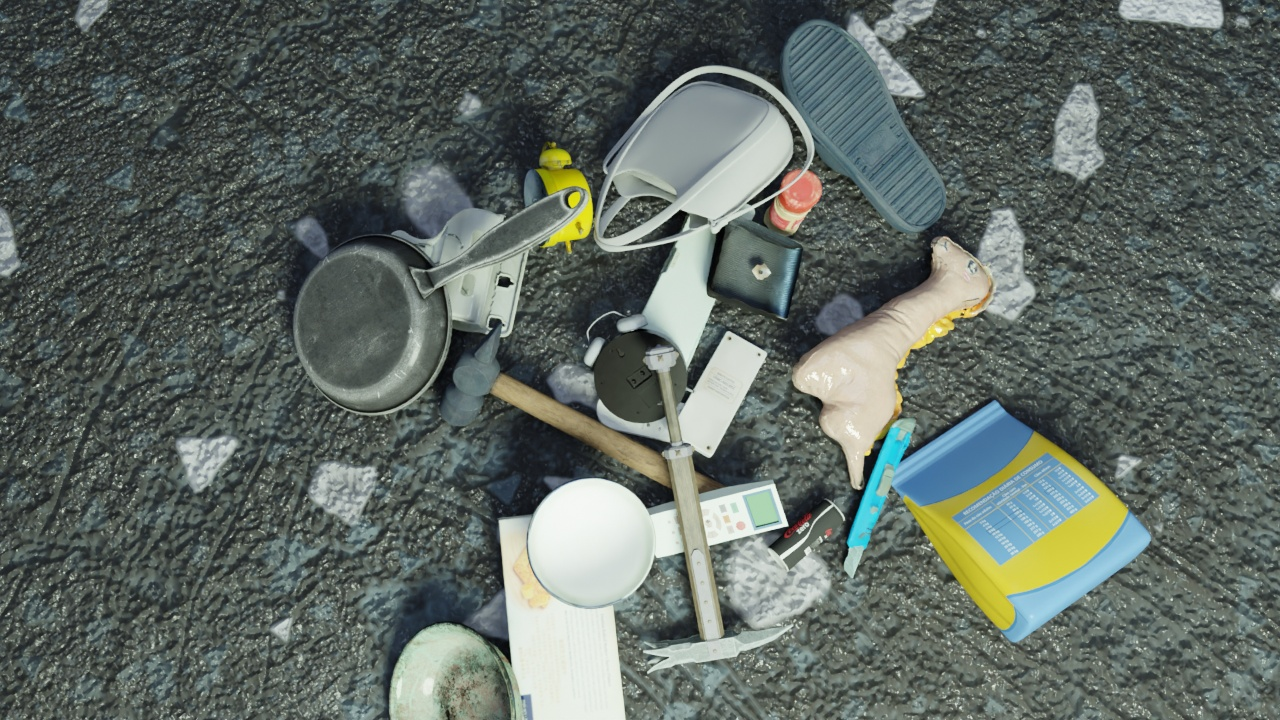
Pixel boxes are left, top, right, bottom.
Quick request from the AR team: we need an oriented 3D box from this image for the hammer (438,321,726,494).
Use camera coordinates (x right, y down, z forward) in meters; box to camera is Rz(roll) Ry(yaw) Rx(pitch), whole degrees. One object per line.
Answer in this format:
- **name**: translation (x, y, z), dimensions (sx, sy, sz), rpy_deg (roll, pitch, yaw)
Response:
- **hammer**: translation (-0.041, 0.077, 0.932), dimensions (0.321, 0.130, 0.040), rpy_deg (28, 39, -6)

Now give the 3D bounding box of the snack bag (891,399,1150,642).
- **snack bag**: translation (0.374, 0.154, 0.935), dimensions (0.159, 0.102, 0.205), rpy_deg (-31, 61, -9)

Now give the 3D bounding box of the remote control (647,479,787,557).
- **remote control**: translation (0.072, 0.157, 0.924), dimensions (0.143, 0.024, 0.049), rpy_deg (-16, 109, 12)

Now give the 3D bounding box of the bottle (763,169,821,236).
- **bottle**: translation (0.161, -0.166, 0.981), dimensions (0.044, 0.109, 0.044), rpy_deg (0, 80, -3)

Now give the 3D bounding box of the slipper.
- **slipper**: translation (0.237, -0.251, 1.025), dimensions (0.101, 0.082, 0.263), rpy_deg (-41, 102, -7)

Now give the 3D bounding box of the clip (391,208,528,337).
- **clip**: translation (-0.198, -0.101, 0.966), dimensions (0.152, 0.097, 0.126), rpy_deg (13, 74, -10)

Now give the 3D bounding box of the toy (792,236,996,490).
- **toy**: translation (0.286, -0.005, 0.984), dimensions (0.264, 0.065, 0.196), rpy_deg (-28, 99, -16)

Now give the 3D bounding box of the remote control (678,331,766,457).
- **remote control**: translation (0.083, 0.035, 0.972), dimensions (0.050, 0.011, 0.135), rpy_deg (30, 68, 4)

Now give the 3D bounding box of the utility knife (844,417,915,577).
- **utility knife**: translation (0.245, 0.140, 0.951), dimensions (0.031, 0.015, 0.178), rpy_deg (20, 91, -20)

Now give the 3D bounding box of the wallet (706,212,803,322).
- **wallet**: translation (0.121, -0.097, 0.980), dimensions (0.115, 0.026, 0.089), rpy_deg (18, 81, -32)

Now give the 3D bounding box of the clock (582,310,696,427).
- **clock**: translation (-0.006, 0.005, 0.938), dimensions (0.095, 0.035, 0.122), rpy_deg (-37, 95, 12)

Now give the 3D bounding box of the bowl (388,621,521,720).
- **bowl**: translation (-0.167, 0.325, 0.863), dimensions (0.158, 0.038, 0.157), rpy_deg (-5, 81, 32)

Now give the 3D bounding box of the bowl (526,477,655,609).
- **bowl**: translation (-0.047, 0.171, 0.861), dimensions (0.118, 0.062, 0.118), rpy_deg (1, 77, -4)

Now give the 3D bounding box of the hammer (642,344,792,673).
- **hammer**: translation (0.051, 0.139, 0.892), dimensions (0.147, 0.028, 0.317), rpy_deg (-10, 96, 3)

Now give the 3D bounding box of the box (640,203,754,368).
- **box**: translation (0.058, -0.090, 0.991), dimensions (0.083, 0.066, 0.198), rpy_deg (18, 75, 21)

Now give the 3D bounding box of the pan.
- **pan**: translation (-0.208, -0.078, 0.917), dimensions (0.357, 0.055, 0.187), rpy_deg (-30, 79, 16)

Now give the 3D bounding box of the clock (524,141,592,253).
- **clock**: translation (-0.093, -0.177, 0.982), dimensions (0.057, 0.083, 0.118), rpy_deg (-12, 76, -21)

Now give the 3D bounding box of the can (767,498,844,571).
- **can**: translation (0.171, 0.179, 0.944), dimensions (0.080, 0.031, 0.031), rpy_deg (-39, 82, -10)

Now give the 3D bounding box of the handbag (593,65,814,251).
- **handbag**: translation (0.042, -0.193, 0.950), dimensions (0.222, 0.095, 0.216), rpy_deg (-45, 44, -11)

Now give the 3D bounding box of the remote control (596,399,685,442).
- **remote control**: translation (0.021, 0.062, 0.972), dimensions (0.136, 0.013, 0.043), rpy_deg (12, 77, 0)

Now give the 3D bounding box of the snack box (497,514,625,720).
- **snack box**: translation (-0.078, 0.254, 0.903), dimensions (0.104, 0.057, 0.207), rpy_deg (-6, 78, -5)
